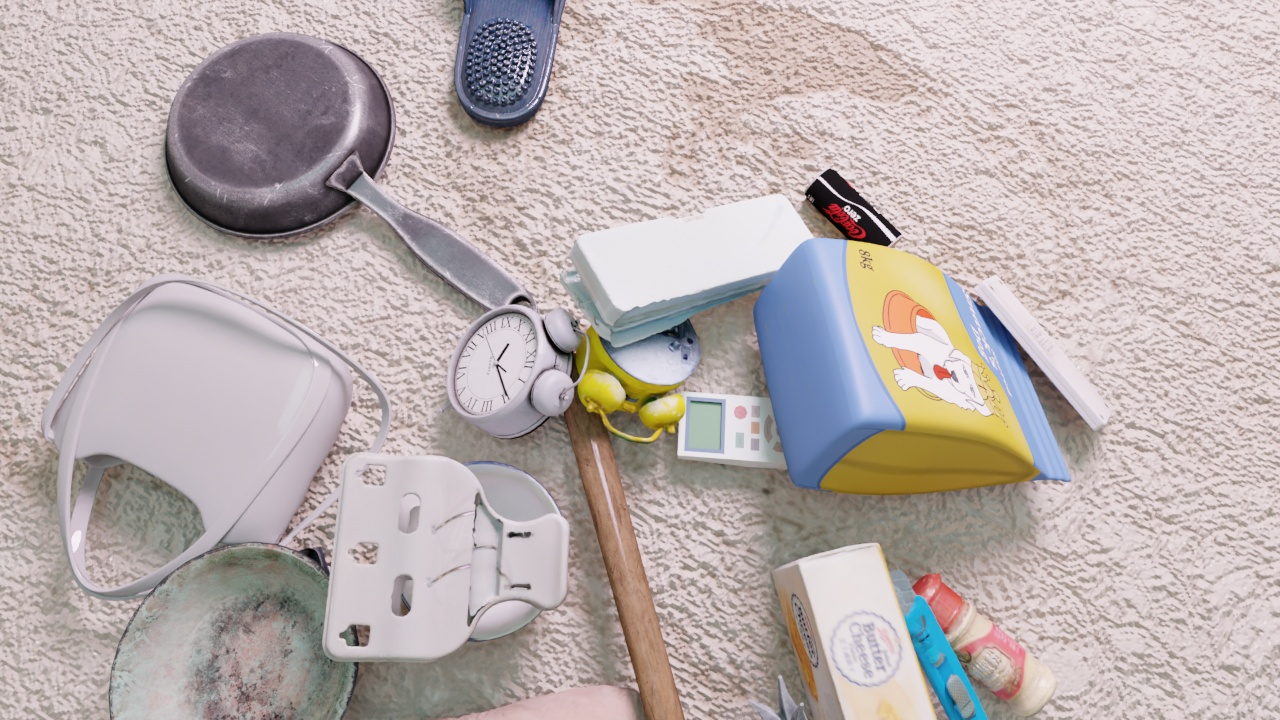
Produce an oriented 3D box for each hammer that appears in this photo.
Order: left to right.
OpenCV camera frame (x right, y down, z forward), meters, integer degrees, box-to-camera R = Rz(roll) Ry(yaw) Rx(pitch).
[{"bbox_3d":[-0.017,0.324,0.529,0.316,0.147,0.028,-33,34,-8],"label":"hammer"},{"bbox_3d":[-0.013,0.136,0.624,0.040,0.129,0.321,-33,60,30],"label":"hammer"}]

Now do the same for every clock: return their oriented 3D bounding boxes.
[{"bbox_3d":[-0.086,0.005,0.653,0.123,0.035,0.094,-9,63,34],"label":"clock"},{"bbox_3d":[-0.004,0.004,0.659,0.083,0.057,0.118,17,53,-21],"label":"clock"}]

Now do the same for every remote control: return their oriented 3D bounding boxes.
[{"bbox_3d":[0.099,0.055,0.682,0.143,0.024,0.049,4,70,-2],"label":"remote control"},{"bbox_3d":[0.306,-0.008,0.697,0.011,0.050,0.136,-44,76,31],"label":"remote control"}]

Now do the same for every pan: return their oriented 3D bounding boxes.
[{"bbox_3d":[-0.224,-0.137,0.720,0.357,0.055,0.187,35,76,12],"label":"pan"}]

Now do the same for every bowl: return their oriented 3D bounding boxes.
[{"bbox_3d":[-0.252,0.199,0.588,0.157,0.038,0.157,-1,69,3],"label":"bowl"},{"bbox_3d":[-0.108,0.133,0.635,0.118,0.062,0.118,0,74,-1],"label":"bowl"}]

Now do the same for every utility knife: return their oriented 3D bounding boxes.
[{"bbox_3d":[0.204,0.212,0.617,0.031,0.015,0.178,-35,101,-25],"label":"utility knife"}]

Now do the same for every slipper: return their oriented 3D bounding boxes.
[{"bbox_3d":[-0.104,-0.324,0.753,0.101,0.083,0.263,4,75,-3],"label":"slipper"}]

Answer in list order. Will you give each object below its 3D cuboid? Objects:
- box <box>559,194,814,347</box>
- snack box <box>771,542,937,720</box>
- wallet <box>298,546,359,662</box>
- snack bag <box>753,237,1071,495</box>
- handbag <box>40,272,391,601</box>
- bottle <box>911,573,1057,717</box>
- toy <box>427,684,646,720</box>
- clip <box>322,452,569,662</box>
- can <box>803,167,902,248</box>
[{"bbox_3d":[0.043,-0.070,0.663,0.198,0.066,0.083,-19,45,-34],"label":"box"},{"bbox_3d":[0.148,0.227,0.595,0.057,0.104,0.207,-14,75,-6],"label":"snack box"},{"bbox_3d":[-0.261,0.190,0.633,0.115,0.026,0.089,-21,76,-6],"label":"wallet"},{"bbox_3d":[0.198,0.011,0.648,0.205,0.103,0.158,7,54,-21],"label":"snack bag"},{"bbox_3d":[-0.310,0.065,0.633,0.216,0.096,0.222,25,78,7],"label":"handbag"},{"bbox_3d":[0.234,0.197,0.638,0.109,0.044,0.044,39,77,8],"label":"bottle"},{"bbox_3d":[-0.114,0.293,0.591,0.264,0.065,0.196,-13,72,-3],"label":"toy"},{"bbox_3d":[-0.119,0.127,0.584,0.152,0.097,0.126,7,75,-22],"label":"clip"},{"bbox_3d":[0.168,-0.115,0.728,0.031,0.031,0.080,-41,79,-12],"label":"can"}]
